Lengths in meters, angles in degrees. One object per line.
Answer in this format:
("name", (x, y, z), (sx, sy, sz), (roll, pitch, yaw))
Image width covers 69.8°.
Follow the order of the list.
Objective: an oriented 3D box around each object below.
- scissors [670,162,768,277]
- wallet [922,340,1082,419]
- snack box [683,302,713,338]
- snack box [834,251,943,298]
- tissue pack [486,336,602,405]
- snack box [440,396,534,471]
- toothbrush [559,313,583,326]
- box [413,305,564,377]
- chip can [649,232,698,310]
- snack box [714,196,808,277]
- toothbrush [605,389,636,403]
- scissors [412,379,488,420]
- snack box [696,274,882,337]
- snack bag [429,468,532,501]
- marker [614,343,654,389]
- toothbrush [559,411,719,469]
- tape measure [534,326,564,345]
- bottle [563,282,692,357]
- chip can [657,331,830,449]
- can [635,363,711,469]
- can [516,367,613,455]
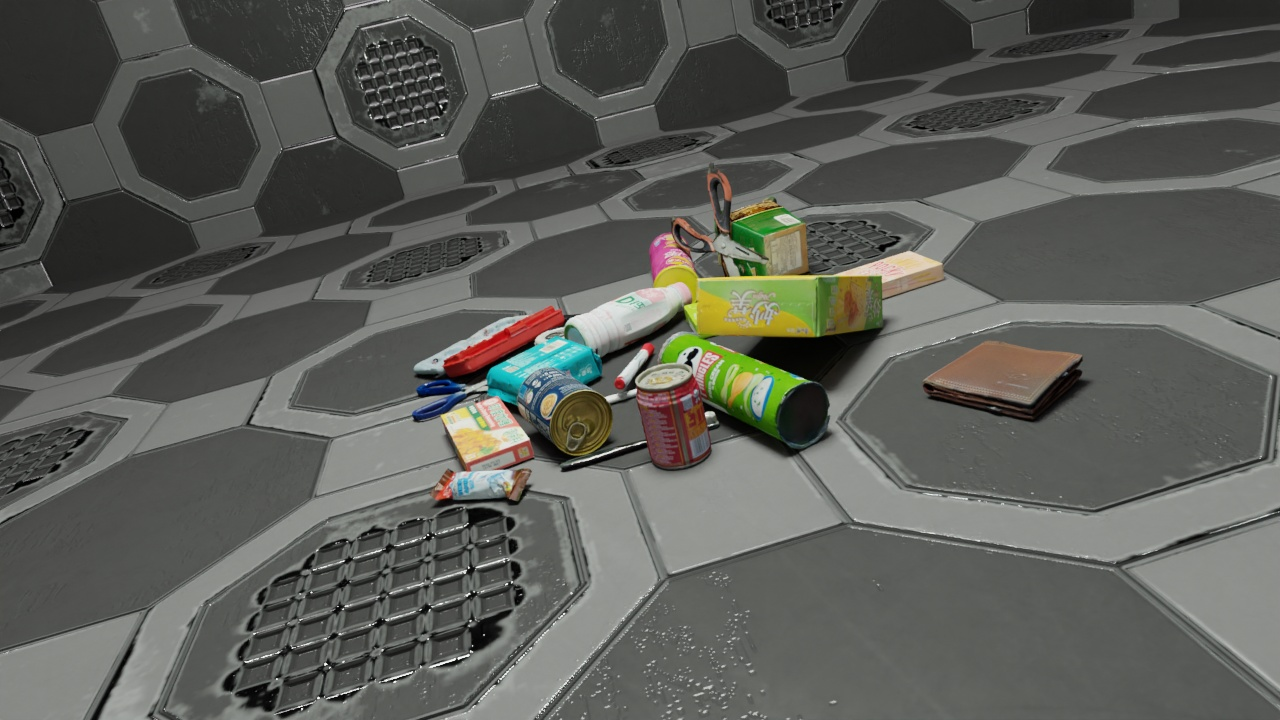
("scissors", (0.115, -0.185, 1.380), (0.015, 0.225, 0.189), (-6, -9, -37))
("wallet", (0.369, 0.017, 0.937), (0.101, 0.032, 0.125), (-30, 27, -30))
("snack box", (0.145, -0.073, 1.290), (0.156, 0.026, 0.085), (-14, 23, -3))
("snack box", (0.330, -0.111, 1.275), (0.157, 0.026, 0.084), (-18, 22, -11))
("tissue pack", (-0.127, 0.019, 1.196), (0.133, 0.050, 0.093), (-28, 28, -31))
("snack box", (-0.184, 0.089, 1.090), (0.077, 0.027, 0.156), (-19, 23, -16))
("toothbrush", (-0.049, -0.071, 1.424), (0.189, 0.017, 0.014), (-7, 32, 8))
("box", (-0.227, -0.026, 1.385), (0.158, 0.039, 0.200), (-13, 15, 47))
("chip can", (0.051, -0.144, 1.459), (0.071, 0.071, 0.210), (-12, 22, 3))
("snack box", (0.193, -0.175, 1.395), (0.118, 0.118, 0.106), (-21, 27, -23))
("toothbrush", (-0.006, 0.036, 1.129), (0.180, 0.016, 0.016), (-16, 15, -6))
("scissors", (-0.244, 0.042, 1.261), (0.175, 0.012, 0.161), (5, 27, 37))
("snack box", (0.185, -0.068, 1.111), (0.158, 0.070, 0.209), (2, 5, 34))
("snack bag", (-0.170, 0.132, 0.980), (0.104, 0.026, 0.048), (-4, 36, 23))
("marker", (-0.007, 0.007, 1.179), (0.017, 0.017, 0.145), (-6, 17, 17))
("toothbrush", (-0.001, 0.089, 1.001), (0.181, 0.018, 0.015), (-17, 25, -4))
("tape measure", (-0.117, -0.023, 1.314), (0.066, 0.033, 0.065), (5, 26, 42))
("bottle", (-0.012, -0.060, 1.298), (0.196, 0.068, 0.068), (-25, 25, -30))
("chip can", (0.108, 0.028, 1.011), (0.072, 0.072, 0.236), (-23, 24, -23))
("can", (0.033, 0.057, 0.951), (0.066, 0.094, 0.066), (-12, 22, 5))
("can", (-0.089, 0.056, 1.051), (0.075, 0.075, 0.111), (-23, 23, -21))
